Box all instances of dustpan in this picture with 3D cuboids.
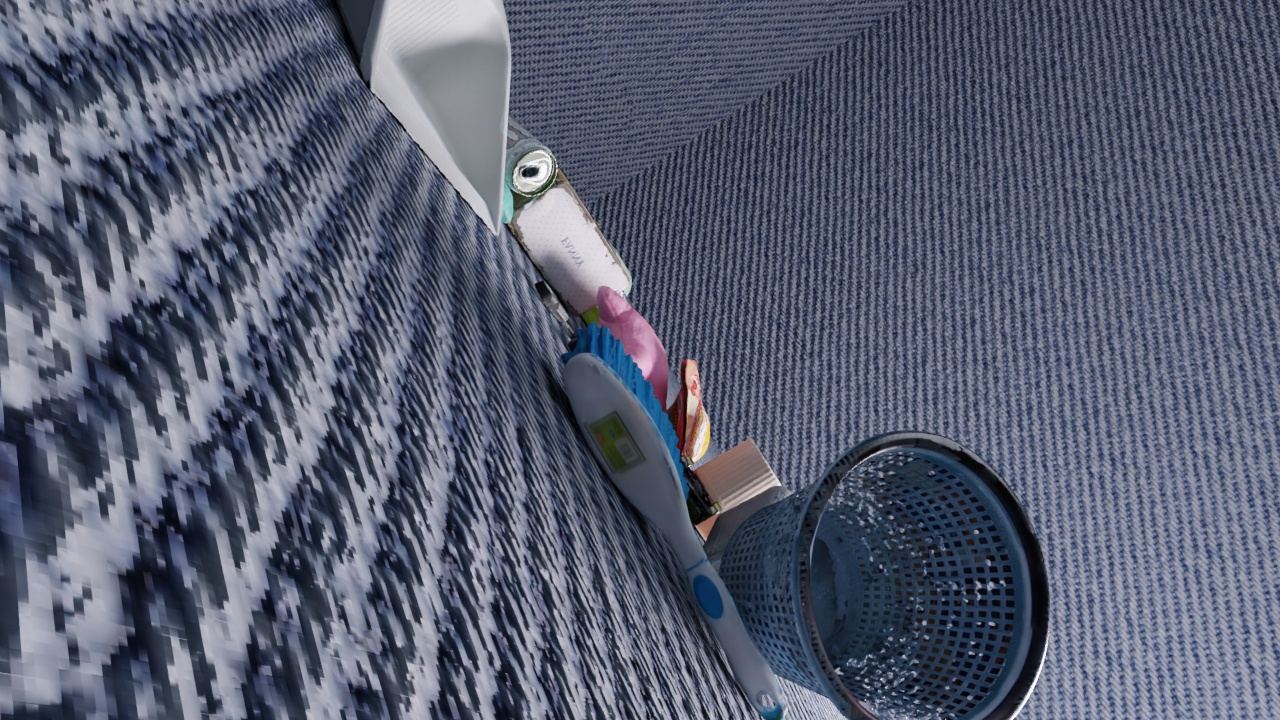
[{"bbox_3d":[-0.166,-0.291,0.827,0.257,0.142,0.223,59,3,30],"label":"dustpan"}]

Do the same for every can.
[{"bbox_3d":[-0.151,-0.236,1.004,0.146,0.058,0.058,45,-6,38],"label":"can"}]

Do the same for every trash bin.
[{"bbox_3d":[0.169,0.183,0.735,0.226,0.226,0.195,58,-27,0],"label":"trash bin"}]

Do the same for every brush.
[{"bbox_3d":[0.026,0.121,0.691,0.314,0.060,0.109,60,8,-12],"label":"brush"}]

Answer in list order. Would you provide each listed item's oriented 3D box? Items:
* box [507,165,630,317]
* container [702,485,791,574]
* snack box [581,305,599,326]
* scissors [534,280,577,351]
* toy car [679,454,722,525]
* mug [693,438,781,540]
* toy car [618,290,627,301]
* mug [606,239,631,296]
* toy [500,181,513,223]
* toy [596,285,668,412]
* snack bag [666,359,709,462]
[{"bbox_3d":[-0.083,-0.132,1.063,0.184,0.090,0.060,59,1,-40],"label":"box"},{"bbox_3d":[0.117,0.190,0.894,0.090,0.090,0.114,59,18,2],"label":"container"},{"bbox_3d":[-0.054,-0.047,1.238,0.156,0.026,0.086,59,3,20],"label":"snack box"},{"bbox_3d":[-0.068,-0.024,0.958,0.159,0.014,0.178,59,0,-25],"label":"scissors"},{"bbox_3d":[0.048,0.133,0.936,0.070,0.042,0.158,59,0,11],"label":"toy car"},{"bbox_3d":[0.109,0.160,1.041,0.114,0.106,0.082,60,4,32],"label":"mug"},{"bbox_3d":[-0.051,-0.101,1.189,0.120,0.036,0.054,50,-21,51],"label":"toy car"},{"bbox_3d":[-0.064,-0.128,1.406,0.106,0.082,0.111,54,17,-62],"label":"mug"},{"bbox_3d":[-0.154,-0.179,0.953,0.092,0.030,0.096,62,-2,30],"label":"toy"},{"bbox_3d":[-0.006,0.006,1.061,0.194,0.075,0.178,41,30,-77],"label":"toy"},{"bbox_3d":[0.051,0.077,1.114,0.208,0.073,0.128,74,27,-80],"label":"snack bag"}]
